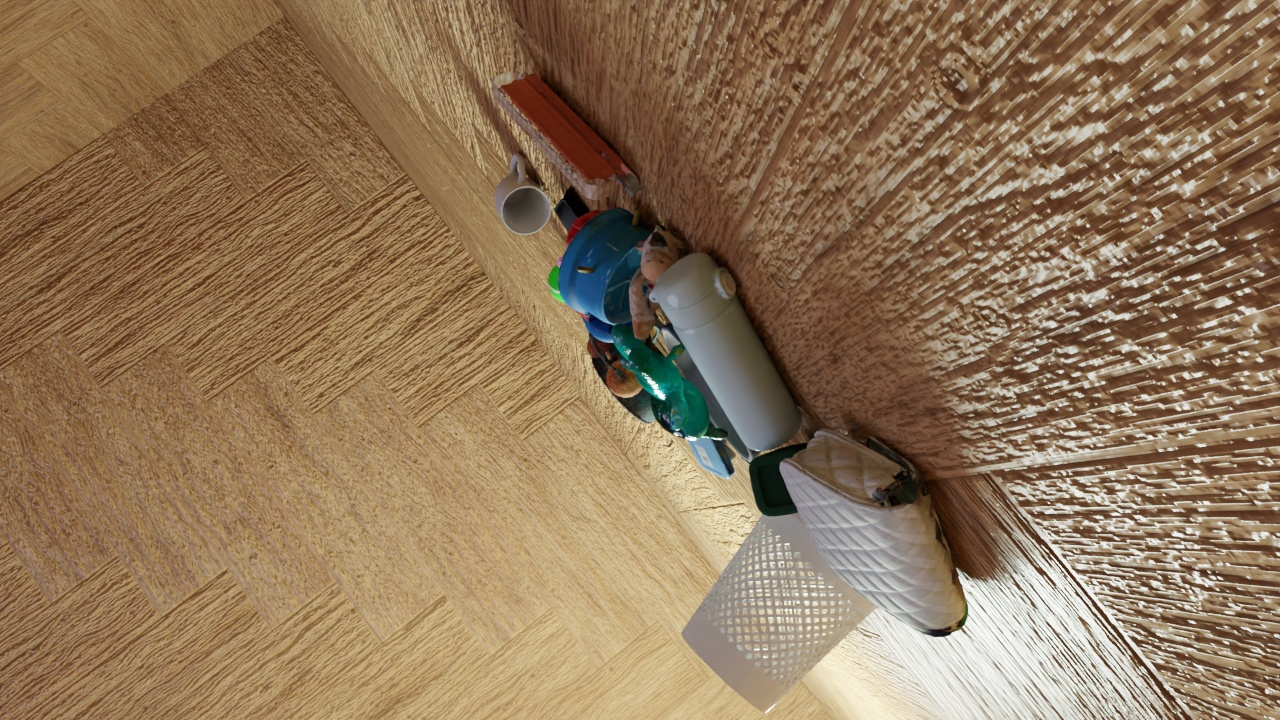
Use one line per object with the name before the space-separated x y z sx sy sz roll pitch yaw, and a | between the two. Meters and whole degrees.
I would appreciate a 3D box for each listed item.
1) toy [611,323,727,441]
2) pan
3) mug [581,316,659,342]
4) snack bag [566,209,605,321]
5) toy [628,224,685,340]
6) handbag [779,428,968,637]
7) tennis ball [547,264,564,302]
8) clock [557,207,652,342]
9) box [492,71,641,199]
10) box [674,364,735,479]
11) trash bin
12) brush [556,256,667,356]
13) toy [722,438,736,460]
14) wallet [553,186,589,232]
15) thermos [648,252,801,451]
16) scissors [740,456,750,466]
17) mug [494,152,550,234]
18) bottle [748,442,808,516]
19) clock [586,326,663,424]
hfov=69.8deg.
toy | 0.032 0.028 0.967 0.193 0.072 0.130 49 -176 -48
pan | 0.051 -0.019 1.086 0.357 0.041 0.179 51 172 48
mug | -0.030 -0.059 1.255 0.104 0.085 0.112 56 -158 19
snack bag | -0.047 -0.109 1.078 0.082 0.082 0.177 50 164 16
toy | 0.029 -0.081 0.894 0.074 0.085 0.106 -76 -20 -59
handbag | 0.212 0.147 0.807 0.139 0.072 0.195 29 156 49
tennis ball | -0.111 -0.122 1.429 0.065 0.065 0.065 51 172 10
clock | -0.020 -0.084 0.959 0.060 0.116 0.161 34 164 30
box | -0.072 -0.222 0.894 0.187 0.085 0.049 51 139 26
box | 0.083 0.085 1.262 0.066 0.037 0.209 26 153 43
trash bin | 0.163 0.291 1.084 0.195 0.199 0.195 41 176 4
brush | -0.039 -0.066 1.346 0.228 0.043 0.089 53 171 -5
toy | 0.100 0.099 1.327 0.111 0.030 0.049 53 177 5
wallet | -0.070 -0.163 1.178 0.115 0.026 0.089 53 170 -6
thermos | 0.084 -0.007 0.868 0.078 0.065 0.207 -9 126 36
scissors | 0.165 0.161 1.229 0.201 0.015 0.202 52 -179 -11
mug | -0.173 -0.245 1.305 0.089 0.071 0.107 -125 30 -55
bottle | 0.156 0.117 0.927 0.131 0.061 0.061 1 -105 -69
clock | -0.007 0.007 1.127 0.157 0.073 0.121 34 -161 -52
